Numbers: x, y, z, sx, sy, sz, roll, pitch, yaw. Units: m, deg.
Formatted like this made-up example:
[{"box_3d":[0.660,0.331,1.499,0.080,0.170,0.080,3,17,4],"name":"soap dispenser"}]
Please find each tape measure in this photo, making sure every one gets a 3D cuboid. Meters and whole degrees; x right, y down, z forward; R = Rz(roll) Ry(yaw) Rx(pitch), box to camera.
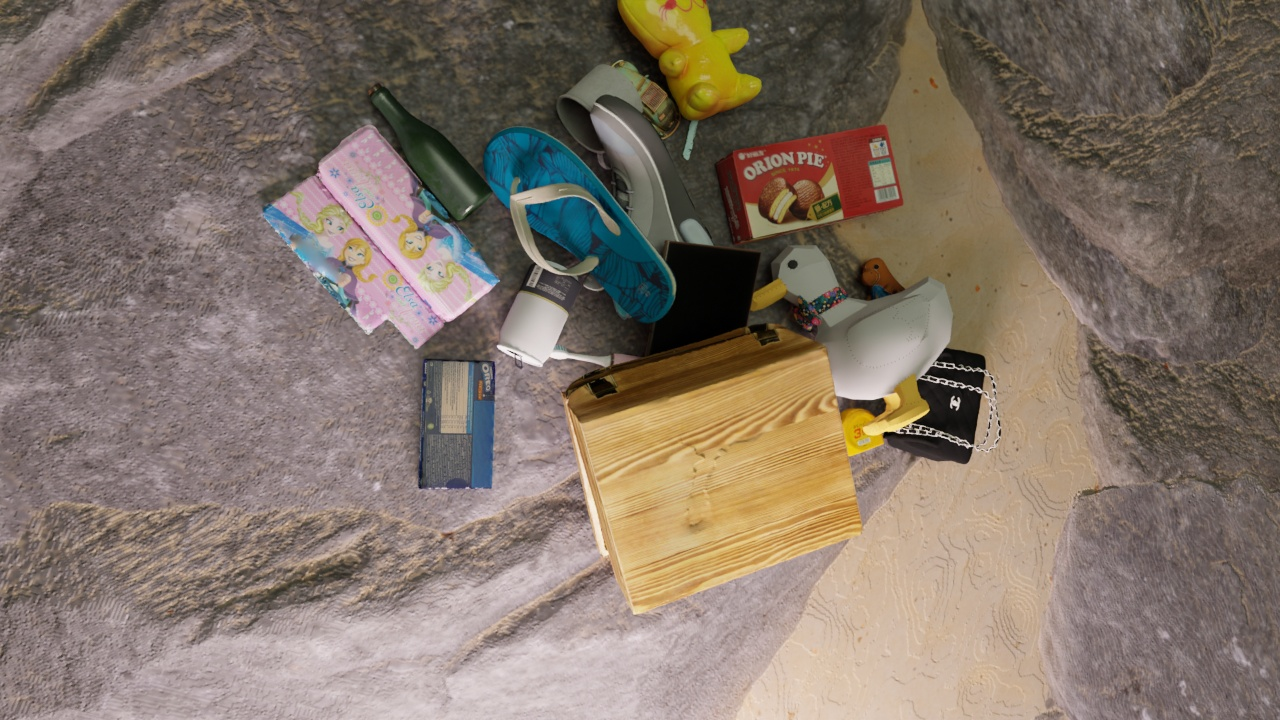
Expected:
[{"box_3d":[0.287,0.094,1.231,0.068,0.030,0.059,-18,94,-21],"name":"tape measure"}]

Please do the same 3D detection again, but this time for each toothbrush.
[{"box_3d":[-0.007,0.007,1.134,0.222,0.026,0.027,11,128,-19],"name":"toothbrush"}]

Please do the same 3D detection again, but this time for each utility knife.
[{"box_3d":[0.079,-0.339,1.184,0.022,0.015,0.169,13,87,-12],"name":"utility knife"}]

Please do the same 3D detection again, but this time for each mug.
[{"box_3d":[-0.043,-0.292,1.110,0.070,0.084,0.113,-47,132,-17],"name":"mug"}]

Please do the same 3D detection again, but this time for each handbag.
[{"box_3d":[0.401,0.057,1.228,0.125,0.115,0.153,13,87,-17],"name":"handbag"}]

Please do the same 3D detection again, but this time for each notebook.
[{"box_3d":[0.070,-0.035,1.109,0.141,0.008,0.209,1,105,-34],"name":"notebook"}]

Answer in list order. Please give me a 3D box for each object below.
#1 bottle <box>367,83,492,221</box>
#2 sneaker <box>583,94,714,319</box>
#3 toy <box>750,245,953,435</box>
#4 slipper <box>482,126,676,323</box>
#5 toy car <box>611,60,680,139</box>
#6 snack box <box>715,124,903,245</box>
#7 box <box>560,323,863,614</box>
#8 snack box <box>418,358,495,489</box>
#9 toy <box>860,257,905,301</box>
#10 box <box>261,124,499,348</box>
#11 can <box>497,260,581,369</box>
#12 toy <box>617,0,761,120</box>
[{"box_3d":[-0.245,-0.241,1.046,0.055,0.055,0.174,-43,100,-16],"name":"bottle"},{"box_3d":[-0.023,-0.168,1.071,0.160,0.093,0.257,-40,127,-6],"name":"sneaker"},{"box_3d":[0.279,-0.040,1.170,0.246,0.141,0.267,-23,83,-3],"name":"toy"},{"box_3d":[-0.078,-0.154,1.027,0.295,0.118,0.060,45,35,11],"name":"slipper"},{"box_3d":[0.006,-0.326,1.139,0.112,0.047,0.047,38,80,-14],"name":"toy car"},{"box_3d":[0.223,-0.232,1.204,0.236,0.060,0.113,-15,93,-19],"name":"snack box"},{"box_3d":[0.071,0.104,1.035,0.279,0.176,0.247,-16,107,-8],"name":"box"},{"box_3d":[-0.211,0.074,1.060,0.082,0.027,0.150,3,88,-21],"name":"snack box"},{"box_3d":[0.346,-0.103,1.258,0.102,0.071,0.090,-22,82,-41],"name":"toy"},{"box_3d":[-0.291,-0.130,1.037,0.159,0.035,0.230,-42,100,-15],"name":"box"},{"box_3d":[-0.121,-0.050,1.076,0.064,0.064,0.127,26,80,-17],"name":"can"},{"box_3d":[0.059,-0.389,1.135,0.134,0.088,0.194,-32,90,-32],"name":"toy"}]
